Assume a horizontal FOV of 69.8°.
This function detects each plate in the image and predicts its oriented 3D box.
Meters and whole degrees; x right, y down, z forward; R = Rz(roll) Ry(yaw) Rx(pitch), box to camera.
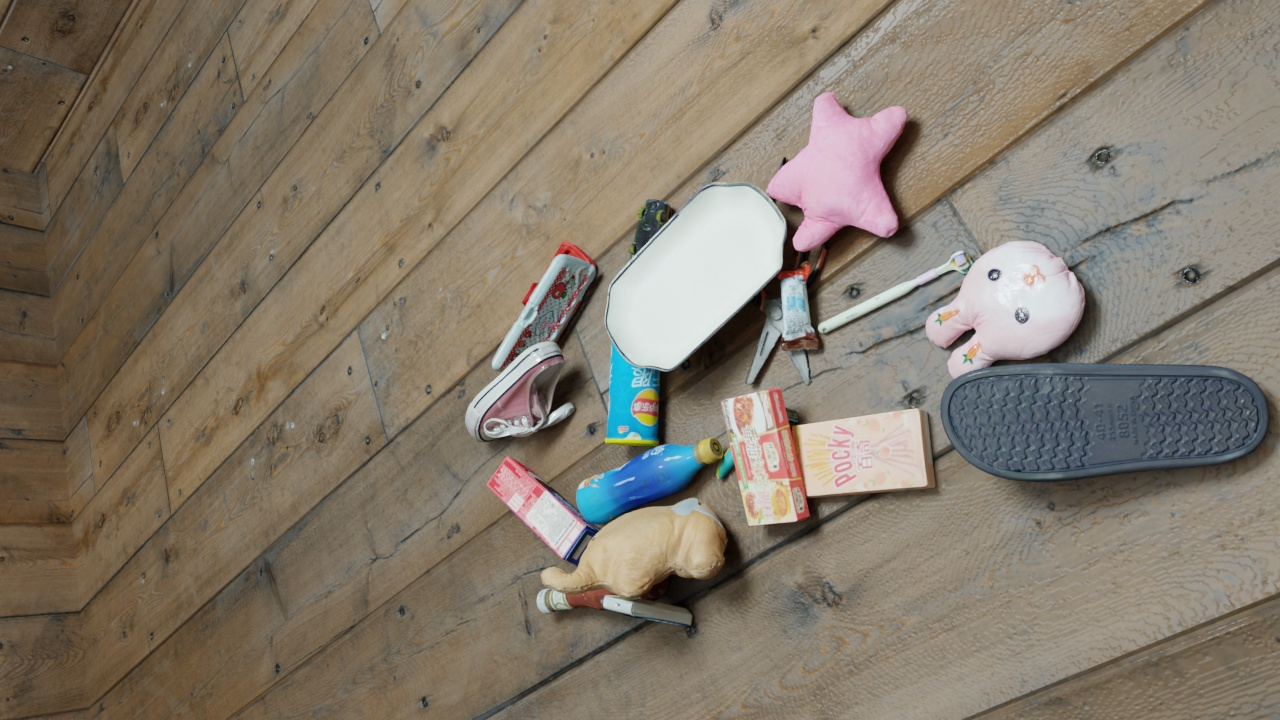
[{"bbox_3d":[0.069,-0.100,1.134,0.266,0.034,0.162,-45,60,16],"label":"plate"}]

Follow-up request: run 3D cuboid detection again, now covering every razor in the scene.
[{"bbox_3d":[0.134,0.100,1.116,0.133,0.043,0.028,-49,47,30],"label":"razor"}]

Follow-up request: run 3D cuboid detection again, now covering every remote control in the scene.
[{"bbox_3d":[0.011,0.306,1.122,0.049,0.124,0.024,-2,71,41],"label":"remote control"}]

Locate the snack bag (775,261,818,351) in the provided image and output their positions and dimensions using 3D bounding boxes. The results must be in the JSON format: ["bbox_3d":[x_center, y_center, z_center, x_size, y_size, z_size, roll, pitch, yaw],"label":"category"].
[{"bbox_3d":[0.184,-0.063,1.084,0.045,0.026,0.105,-6,86,17],"label":"snack bag"}]

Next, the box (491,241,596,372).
[{"bbox_3d":[-0.153,-0.079,1.338,0.094,0.100,0.201,44,110,35],"label":"box"}]

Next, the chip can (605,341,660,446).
[{"bbox_3d":[-0.007,0.007,1.220,0.071,0.071,0.210,-4,80,39],"label":"chip can"}]

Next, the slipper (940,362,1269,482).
[{"bbox_3d":[0.424,0.055,0.861,0.269,0.083,0.110,-3,89,22],"label":"slipper"}]

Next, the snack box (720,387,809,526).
[{"bbox_3d":[0.144,0.113,1.065,0.075,0.025,0.153,-16,84,47],"label":"snack box"}]

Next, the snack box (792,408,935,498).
[{"bbox_3d":[0.245,0.106,1.025,0.158,0.026,0.084,-12,75,37],"label":"snack box"}]

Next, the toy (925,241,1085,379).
[{"bbox_3d":[0.367,-0.046,0.936,0.160,0.054,0.121,-46,57,34],"label":"toy"}]

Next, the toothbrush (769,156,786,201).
[{"bbox_3d":[0.150,-0.165,1.156,0.017,0.014,0.189,21,95,34],"label":"toothbrush"}]

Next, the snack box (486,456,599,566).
[{"bbox_3d":[-0.133,0.211,1.281,0.207,0.057,0.058,32,85,44],"label":"snack box"}]

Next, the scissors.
[{"bbox_3d":[0.169,-0.077,1.118,0.189,0.015,0.225,-38,69,21],"label":"scissors"}]

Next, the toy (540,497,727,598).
[{"bbox_3d":[-0.007,0.234,1.114,0.226,0.143,0.082,-15,106,0],"label":"toy"}]

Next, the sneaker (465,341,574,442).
[{"bbox_3d":[-0.173,0.068,1.322,0.242,0.118,0.088,-44,68,41],"label":"sneaker"}]

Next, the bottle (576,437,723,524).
[{"bbox_3d":[0.012,0.152,1.184,0.219,0.065,0.065,-28,66,33],"label":"bottle"}]

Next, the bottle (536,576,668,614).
[{"bbox_3d":[-0.057,0.305,1.222,0.207,0.059,0.059,-23,69,35],"label":"bottle"}]

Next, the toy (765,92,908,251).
[{"bbox_3d":[0.222,-0.222,1.068,0.179,0.074,0.194,-3,78,38],"label":"toy"}]

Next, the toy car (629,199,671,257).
[{"bbox_3d":[0.016,-0.174,1.254,0.042,0.035,0.090,18,95,41],"label":"toy car"}]

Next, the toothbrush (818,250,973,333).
[{"bbox_3d":[0.280,-0.072,1.030,0.190,0.029,0.020,-27,24,35],"label":"toothbrush"}]
